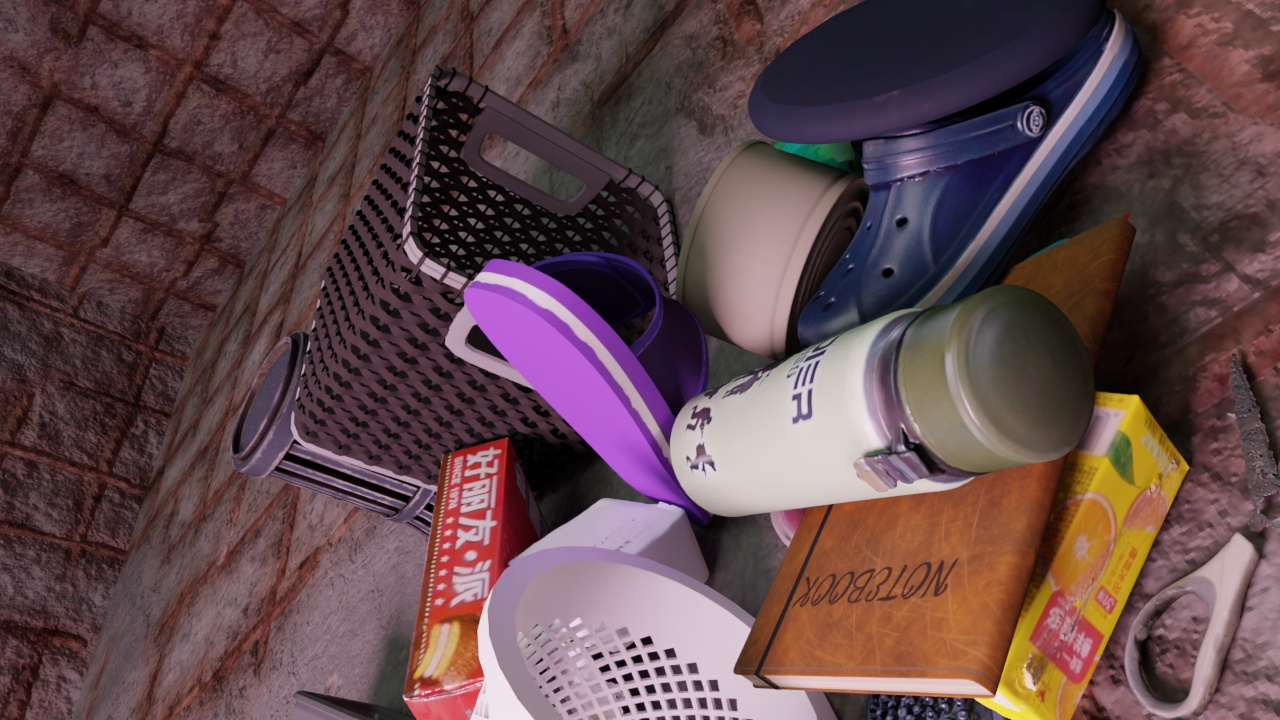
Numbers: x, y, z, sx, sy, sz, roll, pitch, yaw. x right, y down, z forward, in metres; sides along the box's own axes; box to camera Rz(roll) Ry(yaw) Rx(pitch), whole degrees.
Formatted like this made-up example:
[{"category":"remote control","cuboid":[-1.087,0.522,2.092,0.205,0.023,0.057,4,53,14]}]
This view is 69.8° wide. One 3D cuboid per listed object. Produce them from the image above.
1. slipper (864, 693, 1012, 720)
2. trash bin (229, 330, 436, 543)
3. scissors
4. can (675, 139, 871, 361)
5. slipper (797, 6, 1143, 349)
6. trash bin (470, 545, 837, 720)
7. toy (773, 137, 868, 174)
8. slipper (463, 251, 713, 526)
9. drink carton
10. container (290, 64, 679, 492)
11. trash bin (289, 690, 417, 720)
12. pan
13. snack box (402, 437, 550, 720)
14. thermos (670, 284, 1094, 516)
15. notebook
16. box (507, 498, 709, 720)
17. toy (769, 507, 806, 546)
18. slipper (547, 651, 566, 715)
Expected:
[{"category":"slipper","cuboid":[0.111,0.238,0.366,0.101,0.082,0.263,-33,42,43]},{"category":"trash bin","cuboid":[-0.260,0.078,0.894,0.165,0.227,0.164,-36,40,37]},{"category":"scissors","cuboid":[0.248,0.076,0.352,0.158,0.012,0.162,-52,33,14]},{"category":"can","cuboid":[0.086,-0.065,0.573,0.073,0.127,0.127,24,86,24]},{"category":"slipper","cuboid":[0.163,-0.101,0.503,0.252,0.095,0.105,-50,19,-3]},{"category":"trash bin","cuboid":[-0.026,0.239,0.487,0.200,0.195,0.195,-64,30,17]},{"category":"toy","cuboid":[0.104,-0.125,0.668,0.194,0.072,0.130,-41,42,46]},{"category":"slipper","cuboid":[-0.003,0.003,0.558,0.107,0.266,0.084,23,70,37]},{"category":"drink carton","cuboid":[0.176,0.082,0.384,0.134,0.058,0.043,-56,29,-14]},{"category":"container","cuboid":[-0.134,-0.045,0.792,0.244,0.247,0.245,-44,35,34]},{"category":"trash bin","cuboid":[-0.255,0.407,0.765,0.192,0.097,0.219,-14,57,51]},{"category":"pan","cuboid":[0.172,-0.230,0.583,0.199,0.021,0.355,-13,32,25]},{"category":"snack box","cuboid":[-0.110,0.175,0.669,0.060,0.113,0.236,-14,34,4]},{"category":"thermos","cuboid":[0.093,0.030,0.421,0.232,0.082,0.082,-28,43,64]},{"category":"notebook","cuboid":[0.137,0.044,0.446,0.248,0.014,0.179,-58,12,-28]},{"category":"box","cuboid":[-0.016,0.183,0.618,0.128,0.137,0.109,-33,14,-32]},{"category":"toy","cuboid":[0.102,0.116,0.507,0.064,0.047,0.109,-27,39,28]},{"category":"slipper","cuboid":[-0.150,0.262,0.764,0.269,0.054,0.098,-5,65,56]}]
